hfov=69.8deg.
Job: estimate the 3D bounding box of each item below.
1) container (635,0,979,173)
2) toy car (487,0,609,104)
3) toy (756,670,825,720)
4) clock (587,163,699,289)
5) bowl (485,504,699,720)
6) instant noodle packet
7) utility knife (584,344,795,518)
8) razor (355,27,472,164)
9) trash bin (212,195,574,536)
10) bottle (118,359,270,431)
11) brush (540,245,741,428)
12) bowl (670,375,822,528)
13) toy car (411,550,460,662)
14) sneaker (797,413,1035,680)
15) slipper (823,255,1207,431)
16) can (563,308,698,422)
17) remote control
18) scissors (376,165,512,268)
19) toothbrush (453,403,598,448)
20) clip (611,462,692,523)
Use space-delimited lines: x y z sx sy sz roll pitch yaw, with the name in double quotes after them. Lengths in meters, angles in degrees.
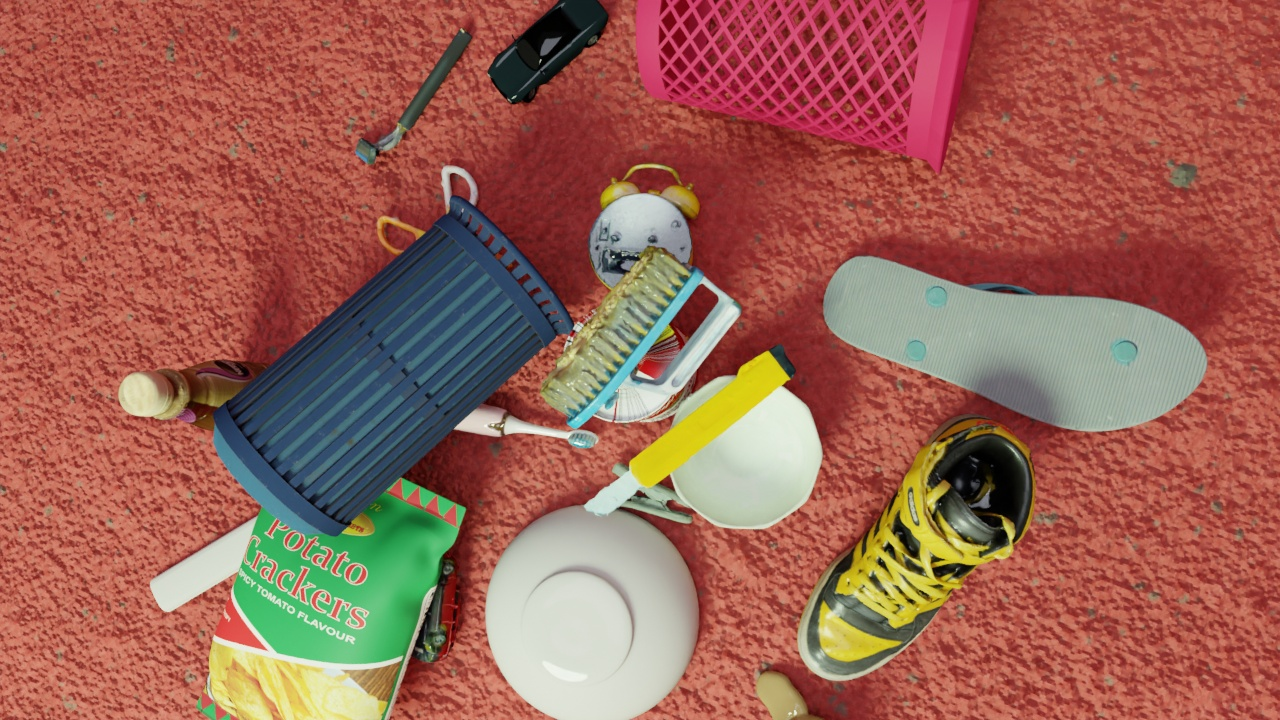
0.123 -0.246 0.675 0.226 0.183 0.183 12 89 17 "container"
-0.078 -0.265 0.771 0.112 0.034 0.046 -39 82 6 "toy car"
0.119 0.313 0.678 0.134 0.108 0.106 42 110 9 "toy"
0.004 -0.102 0.737 0.083 0.057 0.118 6 88 10 "clock"
-0.044 0.205 0.725 0.177 0.066 0.176 -1 87 10 "bowl"
-0.256 0.204 0.740 0.196 0.090 0.252 18 88 29 "instant noodle packet"
0.035 0.055 0.681 0.191 0.018 0.030 -38 77 3 "utility knife"
-0.193 -0.227 0.797 0.144 0.022 0.043 -50 41 0 "razor"
-0.187 0.009 0.694 0.249 0.139 0.139 -43 81 -9 "trash bin"
-0.346 0.028 0.735 0.060 0.166 0.059 0 87 9 "bottle"
-0.002 -0.006 0.618 0.075 0.055 0.136 38 94 -12 "brush"
0.081 0.069 0.714 0.117 0.061 0.117 0 88 9 "bowl"
-0.171 0.202 0.759 0.042 0.036 0.091 1 89 39 "toy car"
0.198 0.142 0.660 0.086 0.122 0.238 34 92 11 "sneaker"
0.272 -0.011 0.698 0.269 0.054 0.098 15 92 21 "slipper"
-0.004 0.004 0.703 0.087 0.116 0.086 -1 87 9 "can"
-0.375 0.178 0.810 0.131 0.012 0.033 -31 83 7 "remote control"
-0.164 -0.111 0.789 0.125 0.011 0.128 23 92 5 "scissors"
-0.143 0.047 0.770 0.223 0.026 0.027 10 112 10 "toothbrush"
0.010 0.103 0.744 0.078 0.023 0.050 4 89 12 "clip"
